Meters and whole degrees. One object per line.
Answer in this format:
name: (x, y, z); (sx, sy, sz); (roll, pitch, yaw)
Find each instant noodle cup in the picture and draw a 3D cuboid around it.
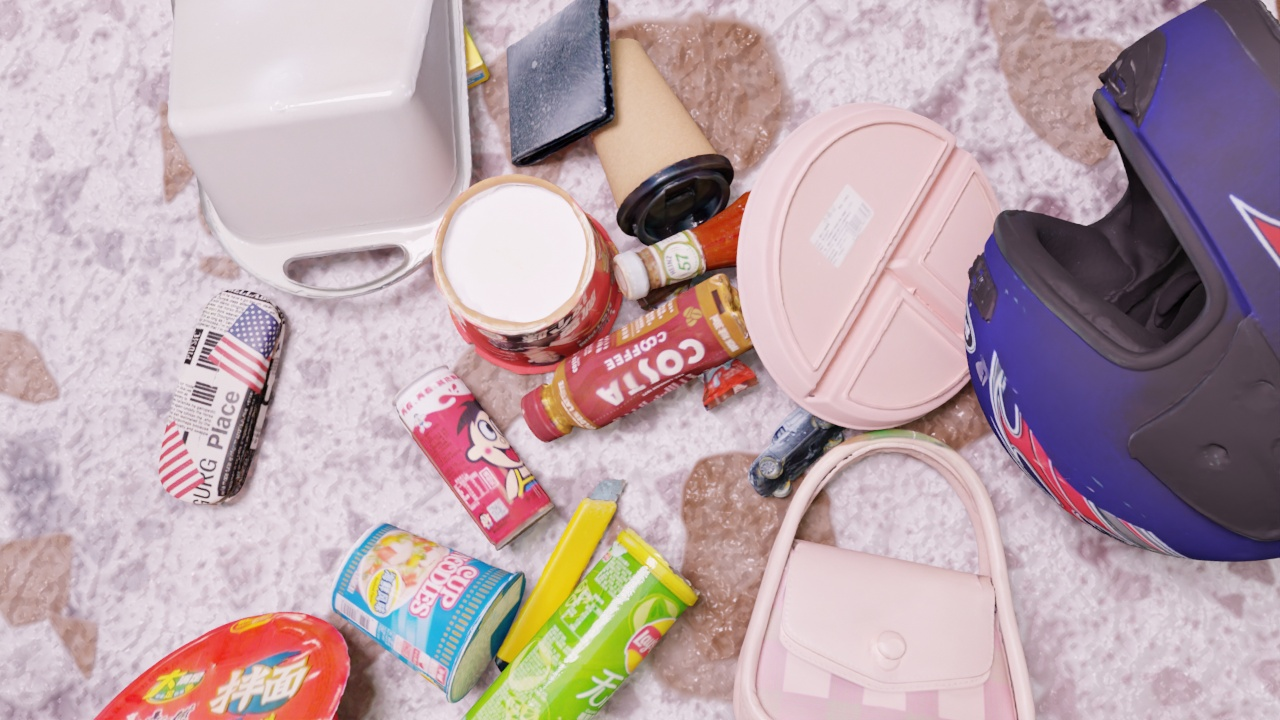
instant noodle cup: (-0.152, 0.169, 0.641); (0.110, 0.099, 0.099); (25, 84, 11)
instant noodle cup: (-0.082, -0.062, 0.653); (0.138, 0.108, 0.138); (0, 84, 1)
instant noodle cup: (-0.274, 0.258, 0.604); (0.194, 0.193, 0.066); (-16, 116, 0)

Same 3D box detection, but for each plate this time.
plate: (0.171, -0.065, 0.637); (0.229, 0.028, 0.229); (-1, 93, -24)

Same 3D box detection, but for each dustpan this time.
dustpan: (-0.234, -0.186, 0.689); (0.223, 0.143, 0.257); (-7, 55, 0)

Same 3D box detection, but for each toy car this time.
toy car: (0.114, 0.062, 0.668); (0.090, 0.043, 0.034); (-43, 57, -6)

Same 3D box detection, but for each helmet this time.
helmet: (0.322, -0.023, 0.562); (0.241, 0.246, 0.315); (-33, 105, 28)

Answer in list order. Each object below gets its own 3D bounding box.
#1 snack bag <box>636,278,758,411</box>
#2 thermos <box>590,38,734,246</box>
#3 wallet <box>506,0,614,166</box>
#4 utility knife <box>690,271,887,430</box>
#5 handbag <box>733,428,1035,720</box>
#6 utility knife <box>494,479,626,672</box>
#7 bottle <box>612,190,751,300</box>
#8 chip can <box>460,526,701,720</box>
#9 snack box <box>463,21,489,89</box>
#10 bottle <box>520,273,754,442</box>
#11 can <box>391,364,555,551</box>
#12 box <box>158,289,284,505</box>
snack bag: (0.042, -0.016, 0.684); (0.048, 0.026, 0.104); (-31, 85, 4)
thermos: (0.004, -0.160, 0.677); (0.093, 0.093, 0.143); (-26, 75, -2)
wallet: (-0.062, -0.206, 0.676); (0.019, 0.121, 0.097); (1, 82, -41)
utility knife: (0.101, -0.018, 0.690); (0.218, 0.013, 0.029); (37, 86, 6)
handbag: (0.172, 0.164, 0.642); (0.193, 0.093, 0.234); (10, 75, 2)
utility knife: (-0.057, 0.160, 0.673); (0.033, 0.015, 0.171); (30, 84, -15)
bottle: (0.080, -0.092, 0.660); (0.206, 0.060, 0.059); (-21, 83, -12)
chip can: (-0.056, 0.221, 0.631); (0.072, 0.072, 0.221); (42, 82, 6)
snack box: (-0.199, -0.232, 0.714); (0.140, 0.034, 0.087); (-26, 84, -3)
bottle: (-0.004, 0.004, 0.653); (0.175, 0.057, 0.057); (-29, 83, 15)
can: (-0.122, 0.069, 0.666); (0.053, 0.053, 0.132); (-37, 84, -3)
box: (-0.311, 0.028, 0.687); (0.068, 0.051, 0.164); (16, 85, -7)
